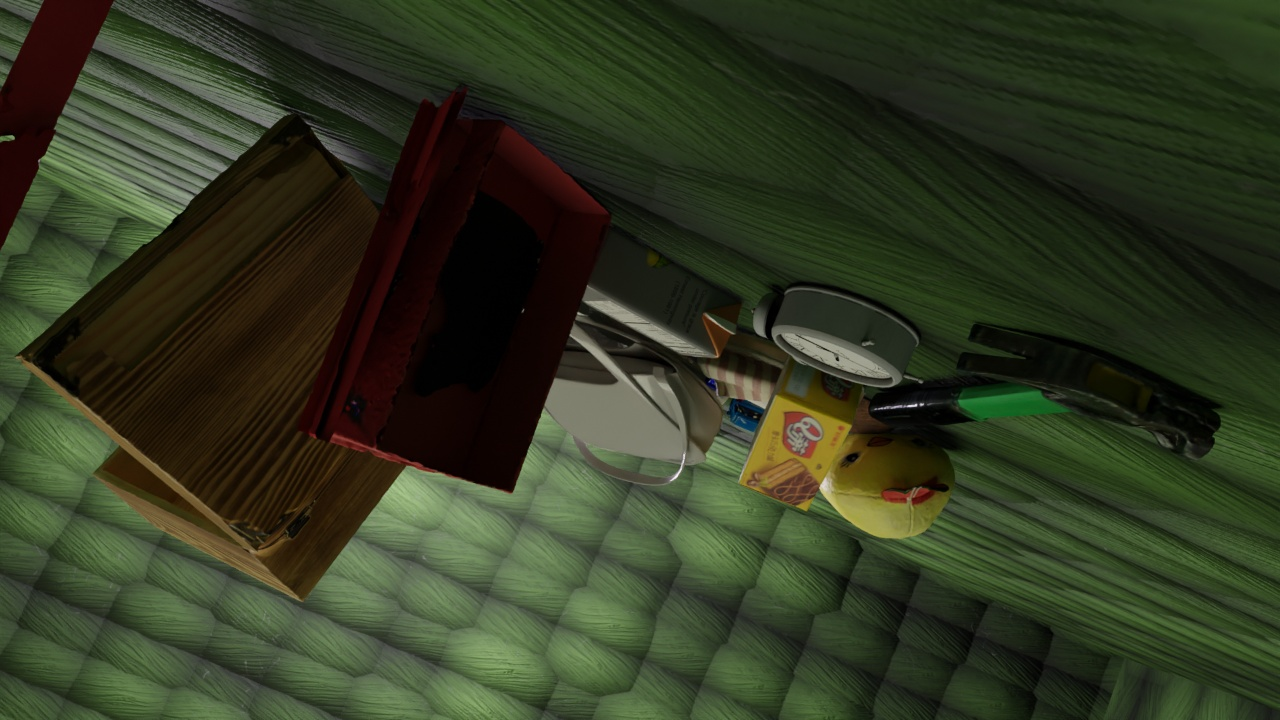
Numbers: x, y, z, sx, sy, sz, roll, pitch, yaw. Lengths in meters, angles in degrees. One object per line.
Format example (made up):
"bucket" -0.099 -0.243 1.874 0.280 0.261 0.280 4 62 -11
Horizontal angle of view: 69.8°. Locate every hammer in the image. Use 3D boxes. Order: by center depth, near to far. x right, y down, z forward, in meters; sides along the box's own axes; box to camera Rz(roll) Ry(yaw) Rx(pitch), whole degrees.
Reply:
"hammer" 0.233 0.029 0.642 0.130 0.032 0.319 23 172 -4

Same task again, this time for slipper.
"slipper" 0.073 0.001 0.840 0.263 0.052 0.115 20 172 25
"slipper" -0.006 0.006 0.974 0.246 0.074 0.112 31 -179 -41

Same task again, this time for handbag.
"handbag" -0.048 0.019 0.828 0.216 0.095 0.222 7 153 36

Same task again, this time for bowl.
"bowl" 0.196 0.051 0.898 0.114 0.026 0.102 26 172 -18

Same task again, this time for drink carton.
"drink carton" 0.008 -0.050 0.704 0.124 0.048 0.076 27 171 -24

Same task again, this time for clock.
"clock" 0.128 -0.017 0.623 0.094 0.035 0.123 30 168 -38

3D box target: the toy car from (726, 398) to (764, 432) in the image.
"toy car" 0.129 0.059 1.082 0.056 0.043 0.120 23 172 5

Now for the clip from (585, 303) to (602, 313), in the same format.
"clip" -0.021 -0.059 0.814 0.102 0.052 0.058 19 142 33

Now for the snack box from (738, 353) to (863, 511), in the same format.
"snack box" 0.128 0.050 0.726 0.061 0.083 0.106 22 131 7

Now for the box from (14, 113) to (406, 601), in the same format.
"box" -0.336 -0.006 0.793 0.287 0.278 0.335 15 144 27

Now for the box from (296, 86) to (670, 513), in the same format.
"box" -0.078 -0.028 0.545 0.153 0.213 0.164 12 168 30

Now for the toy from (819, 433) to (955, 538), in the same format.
"toy" 0.239 0.115 0.931 0.134 0.092 0.207 -8 -161 -5

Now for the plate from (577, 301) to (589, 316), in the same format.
"plate" -0.093 -0.079 0.728 0.134 0.011 0.134 43 -172 -8

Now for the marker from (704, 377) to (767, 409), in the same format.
"marker" 0.134 0.041 1.006 0.133 0.027 0.023 26 -162 -18
